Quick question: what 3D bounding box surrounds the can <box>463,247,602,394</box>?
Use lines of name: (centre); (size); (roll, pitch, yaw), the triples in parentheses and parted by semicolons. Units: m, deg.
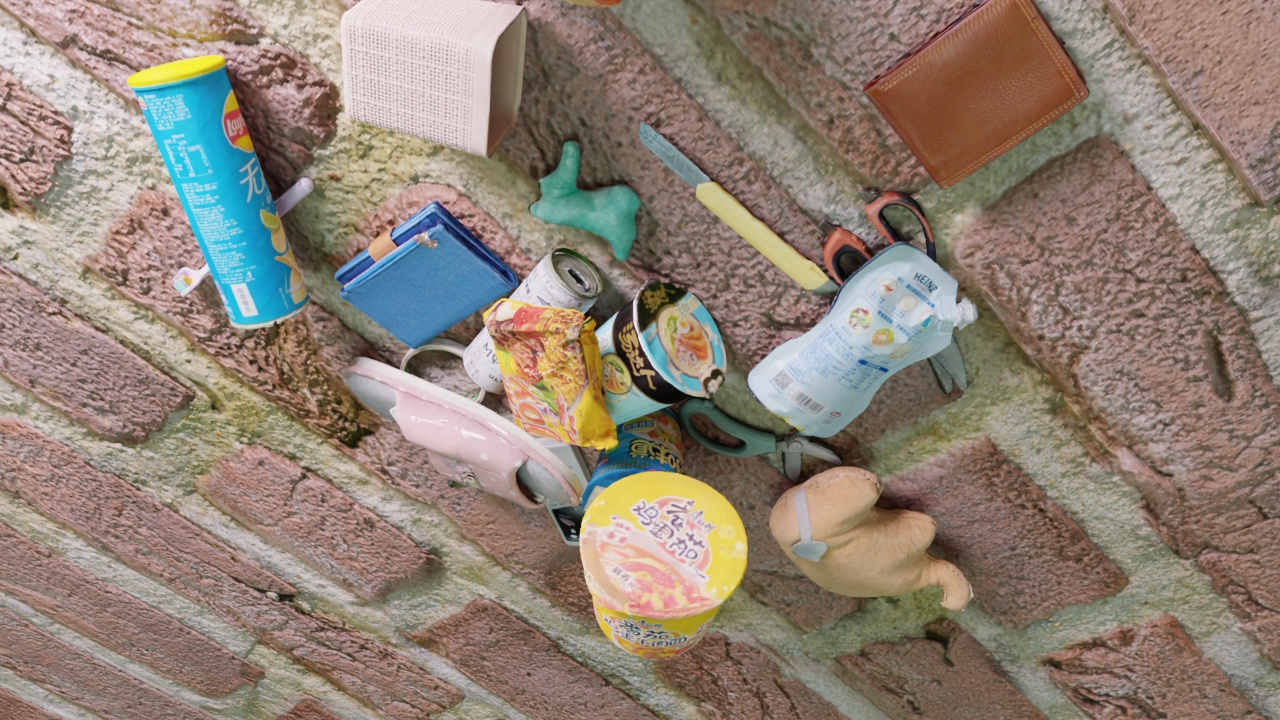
can: (-0.097, -0.033, 0.813); (0.058, 0.058, 0.147); (34, 125, -18)

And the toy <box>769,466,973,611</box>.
toy: (0.231, 0.191, 0.926); (0.226, 0.082, 0.144); (36, 133, -22)

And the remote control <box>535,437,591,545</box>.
remote control: (-0.075, 0.141, 0.970); (0.058, 0.021, 0.150); (-10, 125, 16)

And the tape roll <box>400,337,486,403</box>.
tape roll: (-0.191, 0.016, 0.894); (0.086, 0.013, 0.086); (4, 129, 5)

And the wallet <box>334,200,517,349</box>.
wallet: (-0.191, -0.072, 0.810); (0.133, 0.040, 0.106); (-28, 128, 27)

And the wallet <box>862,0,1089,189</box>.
wallet: (0.238, -0.194, 0.653); (0.125, 0.032, 0.101); (-34, 113, 29)

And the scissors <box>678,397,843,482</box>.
scissors: (0.117, 0.054, 0.874); (0.180, 0.019, 0.170); (2, 129, 6)

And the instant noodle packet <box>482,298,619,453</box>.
instant noodle packet: (-0.075, 0.014, 0.763); (0.111, 0.044, 0.128); (12, 129, 33)

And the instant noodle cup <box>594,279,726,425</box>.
instant noodle cup: (-0.005, 0.005, 0.803); (0.111, 0.111, 0.121); (41, 130, -22)

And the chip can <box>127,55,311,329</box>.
chip can: (-0.336, -0.133, 0.747); (0.071, 0.071, 0.210); (-3, 121, 11)

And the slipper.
slipper: (-0.174, 0.073, 0.842); (0.274, 0.054, 0.114); (24, 155, 21)

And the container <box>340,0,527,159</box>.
container: (-0.149, -0.212, 0.663); (0.111, 0.090, 0.090); (13, 129, 3)

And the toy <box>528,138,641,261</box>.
toy: (-0.044, -0.130, 0.747); (0.092, 0.030, 0.097); (11, 123, -3)

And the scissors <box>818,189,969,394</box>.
scissors: (0.220, -0.046, 0.782); (0.193, 0.015, 0.207); (9, 129, 0)

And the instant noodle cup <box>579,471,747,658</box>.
instant noodle cup: (0.015, 0.181, 0.783); (0.138, 0.137, 0.110); (9, 138, 2)

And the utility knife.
utility knife: (0.078, -0.117, 0.742); (0.219, 0.022, 0.031); (33, 144, -24)

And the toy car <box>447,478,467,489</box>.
toy car: (-0.164, 0.100, 0.939); (0.035, 0.042, 0.091); (23, 136, -38)

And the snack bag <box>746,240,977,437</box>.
snack bag: (0.187, -0.013, 0.779); (0.110, 0.038, 0.191); (36, 122, -13)

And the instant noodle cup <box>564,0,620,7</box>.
instant noodle cup: (-0.062, -0.297, 0.550); (0.151, 0.151, 0.112); (21, 120, -8)

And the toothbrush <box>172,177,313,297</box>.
toothbrush: (-0.354, -0.111, 0.816); (0.190, 0.029, 0.021); (-29, 159, 25)

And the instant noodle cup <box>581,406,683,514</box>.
instant noodle cup: (0.001, 0.099, 0.868); (0.099, 0.109, 0.099); (4, 129, 5)
